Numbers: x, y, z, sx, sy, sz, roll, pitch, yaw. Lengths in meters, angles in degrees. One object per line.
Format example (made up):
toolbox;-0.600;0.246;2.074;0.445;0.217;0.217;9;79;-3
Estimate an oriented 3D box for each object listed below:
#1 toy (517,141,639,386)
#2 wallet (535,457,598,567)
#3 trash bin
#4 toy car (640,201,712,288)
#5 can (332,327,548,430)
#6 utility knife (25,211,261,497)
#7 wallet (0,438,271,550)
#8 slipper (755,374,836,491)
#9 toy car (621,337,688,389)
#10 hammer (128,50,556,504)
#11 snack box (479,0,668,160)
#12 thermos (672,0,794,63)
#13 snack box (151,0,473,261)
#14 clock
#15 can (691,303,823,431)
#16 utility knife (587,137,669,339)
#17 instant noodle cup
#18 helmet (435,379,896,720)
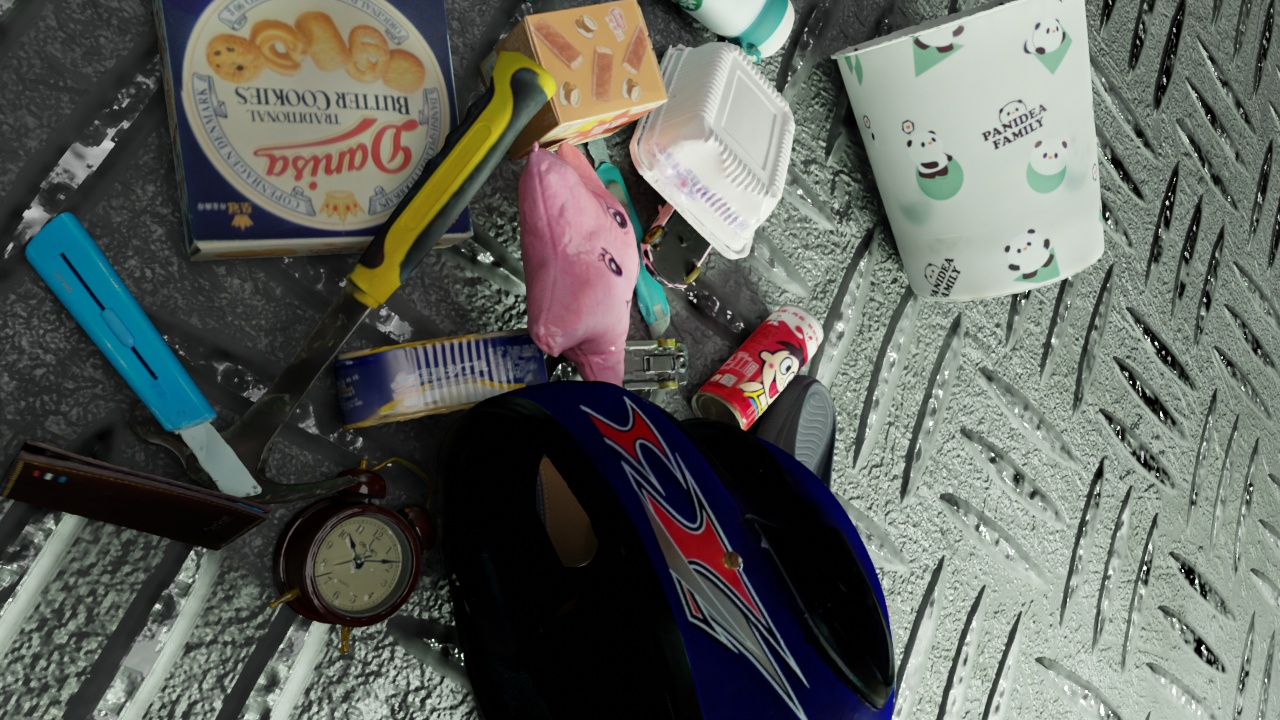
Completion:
toy;-0.046;-0.069;0.636;0.194;0.075;0.179;-85;159;-44
wallet;-0.052;0.114;0.698;0.115;0.033;0.090;-6;93;-37
trash bin;0.327;-0.206;0.882;0.229;0.230;0.252;-29;109;-33
toy car;0.039;-0.113;0.773;0.056;0.037;0.122;43;61;-20
can;-0.131;0.011;0.622;0.147;0.075;0.049;-10;90;-34
utility knife;-0.276;0.001;0.514;0.034;0.018;0.194;-38;88;-23
wallet;-0.276;0.075;0.501;0.122;0.097;0.020;25;60;-32
slipper;0.129;0.131;0.783;0.110;0.083;0.267;47;58;-40
toy car;-0.004;0.004;0.737;0.090;0.035;0.042;-2;86;-30
hammer;-0.155;-0.054;0.559;0.126;0.032;0.323;35;80;1
snack box;-0.050;-0.205;0.675;0.094;0.093;0.077;-22;97;-29
thermos;0.037;-0.334;0.771;0.224;0.073;0.073;26;72;-32
snack box;-0.207;-0.162;0.596;0.177;0.046;0.182;-8;91;-35
clock;-0.180;0.119;0.591;0.082;0.055;0.121;45;62;-25
can;0.104;0.008;0.803;0.132;0.053;0.053;-44;111;-29
utility knife;-0.017;-0.123;0.750;0.029;0.013;0.223;-27;102;-32
instant noodle cup;0.072;-0.185;0.757;0.138;0.061;0.173;40;47;-26
helmet;0.029;0.153;0.595;0.239;0.248;0.315;-12;77;-45
